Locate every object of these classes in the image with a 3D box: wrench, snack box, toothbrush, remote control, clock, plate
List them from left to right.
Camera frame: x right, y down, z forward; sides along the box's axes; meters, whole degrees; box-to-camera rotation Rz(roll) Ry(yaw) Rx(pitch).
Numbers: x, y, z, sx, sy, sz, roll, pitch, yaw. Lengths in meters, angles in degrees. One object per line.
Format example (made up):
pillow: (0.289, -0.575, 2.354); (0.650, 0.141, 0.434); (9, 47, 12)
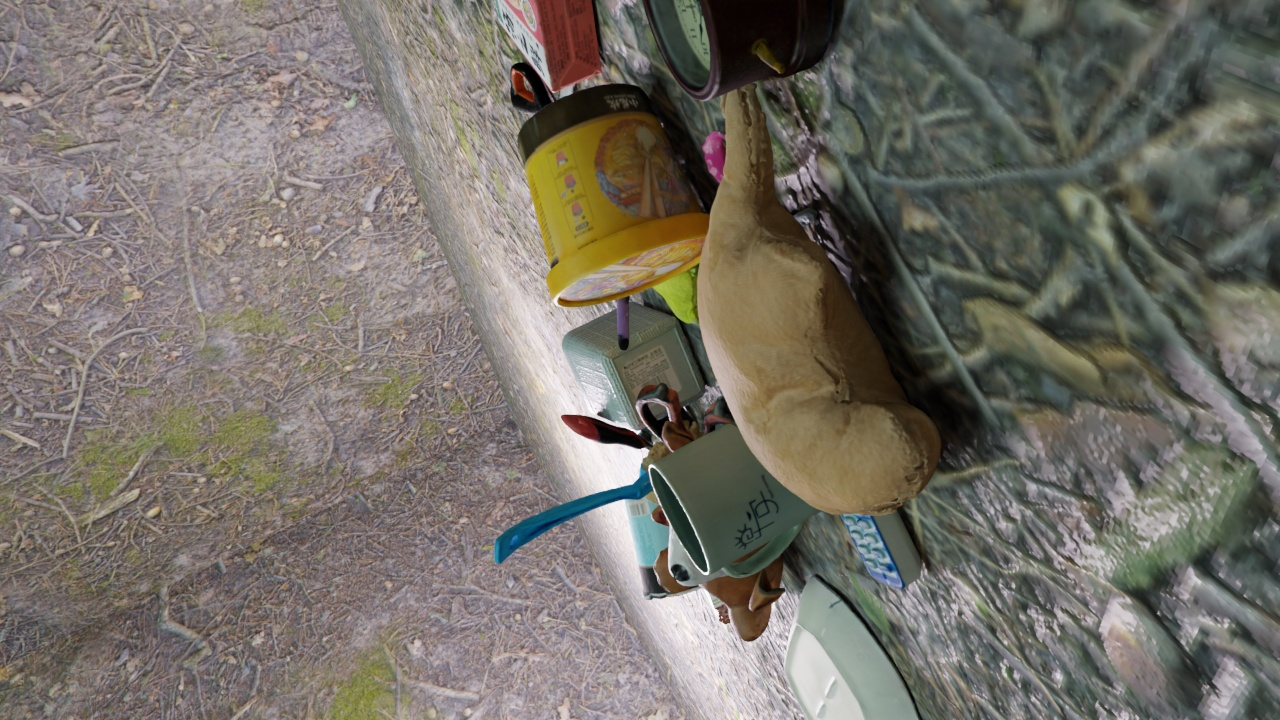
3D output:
snack box: (-0.079, -0.276, 0.655); (0.127, 0.044, 0.113); (56, 166, 33)
toothbrush: (-0.015, -0.095, 0.720); (0.016, 0.014, 0.189); (-110, 17, -65)
wrench: (-0.018, 0.075, 0.942); (0.056, 0.016, 0.273); (39, -174, 17)
clock: (0.034, -0.158, 0.399); (0.122, 0.055, 0.082); (44, 157, 62)
plate: (0.172, 0.288, 0.796); (0.162, 0.034, 0.266); (57, 166, 28)
remote control: (0.130, 0.076, 0.555); (0.125, 0.024, 0.049); (63, 168, -2)

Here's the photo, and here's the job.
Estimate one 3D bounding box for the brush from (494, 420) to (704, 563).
brush: (-0.024, 0.118, 0.813); (0.046, 0.254, 0.083); (36, 131, 37)

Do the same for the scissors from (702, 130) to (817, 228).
scissors: (0.071, -0.069, 0.529); (0.133, 0.017, 0.135); (59, 163, 6)

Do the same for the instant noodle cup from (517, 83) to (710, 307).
instant noodle cup: (-0.020, -0.108, 0.606); (0.118, 0.118, 0.114); (126, 124, -77)

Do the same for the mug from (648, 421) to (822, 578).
mug: (0.075, 0.095, 0.628); (0.082, 0.106, 0.112); (40, 154, 60)

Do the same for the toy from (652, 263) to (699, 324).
toy: (0.019, -0.073, 0.700); (0.097, 0.031, 0.100); (67, 168, -8)

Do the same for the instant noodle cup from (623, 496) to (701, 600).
instant noodle cup: (0.036, 0.193, 1.038); (0.111, 0.111, 0.120); (156, 96, -78)

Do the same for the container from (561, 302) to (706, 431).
container: (-0.005, 0.005, 0.831); (0.090, 0.090, 0.111); (67, 165, -15)

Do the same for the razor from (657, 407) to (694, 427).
razor: (0.003, 0.028, 0.949); (0.067, 0.062, 0.167); (31, -168, -50)

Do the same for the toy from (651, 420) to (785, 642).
toy: (0.064, 0.145, 0.762); (0.140, 0.130, 0.200); (27, 141, 22)

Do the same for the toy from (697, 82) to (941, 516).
toy: (0.072, -0.024, 0.470); (0.226, 0.082, 0.144); (64, 159, 0)

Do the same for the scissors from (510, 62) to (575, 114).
scissors: (-0.081, -0.209, 0.830); (0.221, 0.021, 0.227); (95, 151, -55)

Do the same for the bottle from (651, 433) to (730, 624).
bottle: (0.065, 0.162, 0.934); (0.060, 0.059, 0.206); (95, 153, -68)

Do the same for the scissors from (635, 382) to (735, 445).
scissors: (0.067, 0.085, 0.793); (0.204, 0.015, 0.199); (31, 148, -19)
